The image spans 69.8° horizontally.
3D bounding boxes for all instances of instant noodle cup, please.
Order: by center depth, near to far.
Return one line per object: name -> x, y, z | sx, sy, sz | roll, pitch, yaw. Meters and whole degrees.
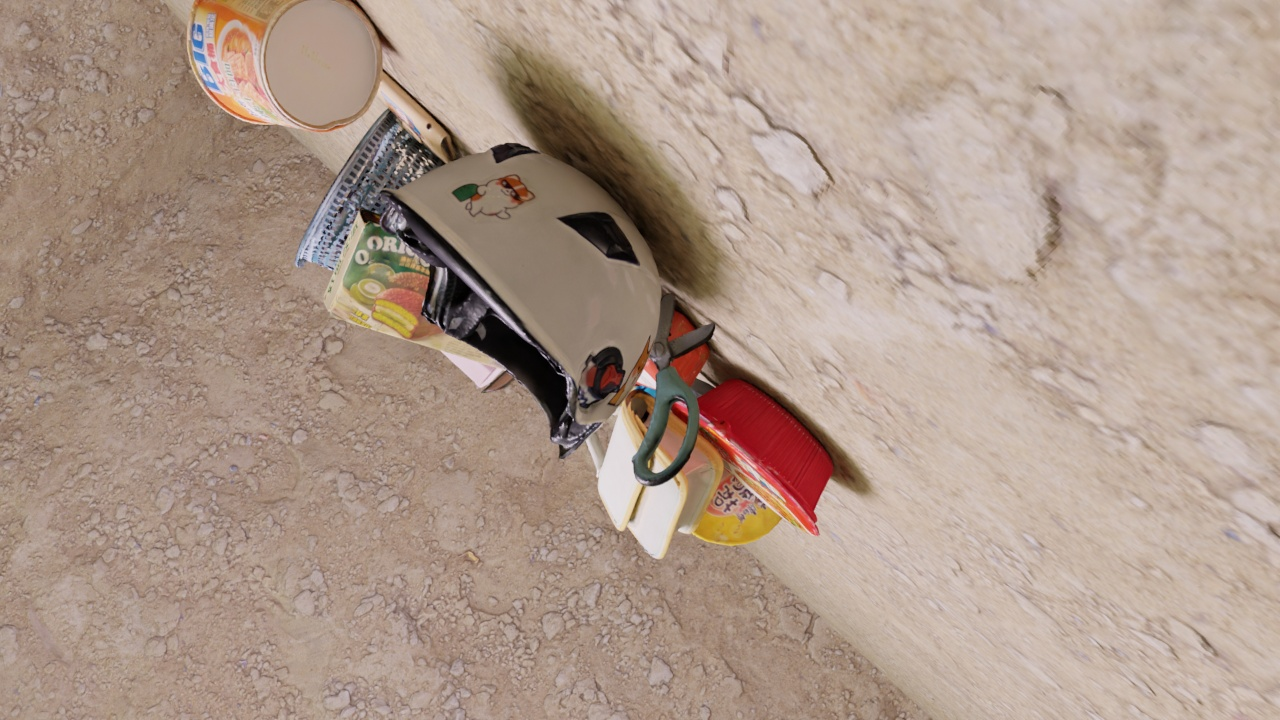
instant noodle cup -> -0.318, -0.282, 0.844 | 0.111, 0.151, 0.151 | 27, 165, 37
instant noodle cup -> 0.117, 0.083, 0.892 | 0.194, 0.065, 0.194 | 42, 172, 7
instant noodle cup -> 0.097, 0.129, 1.041 | 0.138, 0.138, 0.110 | 43, -178, -2

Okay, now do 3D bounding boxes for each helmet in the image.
helmet -> -0.071, -0.063, 0.704 | 0.230, 0.156, 0.274 | 42, 162, 21

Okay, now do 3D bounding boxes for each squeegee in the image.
squeegee -> -0.006, 0.006, 1.027 | 0.250, 0.246, 0.040 | 21, 123, 13

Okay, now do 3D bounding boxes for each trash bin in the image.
trash bin -> -0.278, -0.163, 1.131 | 0.195, 0.226, 0.227 | 31, 176, -15

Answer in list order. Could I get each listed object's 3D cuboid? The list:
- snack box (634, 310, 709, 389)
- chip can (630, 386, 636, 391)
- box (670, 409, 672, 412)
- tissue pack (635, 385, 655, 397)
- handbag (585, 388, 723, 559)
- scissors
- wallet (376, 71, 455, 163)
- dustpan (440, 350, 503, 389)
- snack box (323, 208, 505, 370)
snack box -> 0.011, -0.013, 0.860 | 0.080, 0.082, 0.091 | 24, 166, 39
chip can -> 0.010, 0.072, 1.386 | 0.072, 0.072, 0.213 | 34, 168, 51
box -> 0.086, 0.116, 1.159 | 0.184, 0.089, 0.059 | 47, 166, -22
tissue pack -> 0.043, 0.079, 1.264 | 0.140, 0.063, 0.090 | 44, 175, 5
handbag -> -0.012, 0.102, 0.939 | 0.179, 0.063, 0.164 | 42, 143, 20
scissors -> -0.016, 0.023, 0.799 | 0.180, 0.170, 0.019 | 1, 165, 29
wallet -> -0.251, -0.268, 1.015 | 0.115, 0.024, 0.087 | 42, 168, 3
dustpan -> -0.254, -0.090, 1.356 | 0.222, 0.274, 0.138 | 41, -162, -9
snack box -> -0.223, -0.074, 1.042 | 0.239, 0.114, 0.063 | 19, -164, -31
